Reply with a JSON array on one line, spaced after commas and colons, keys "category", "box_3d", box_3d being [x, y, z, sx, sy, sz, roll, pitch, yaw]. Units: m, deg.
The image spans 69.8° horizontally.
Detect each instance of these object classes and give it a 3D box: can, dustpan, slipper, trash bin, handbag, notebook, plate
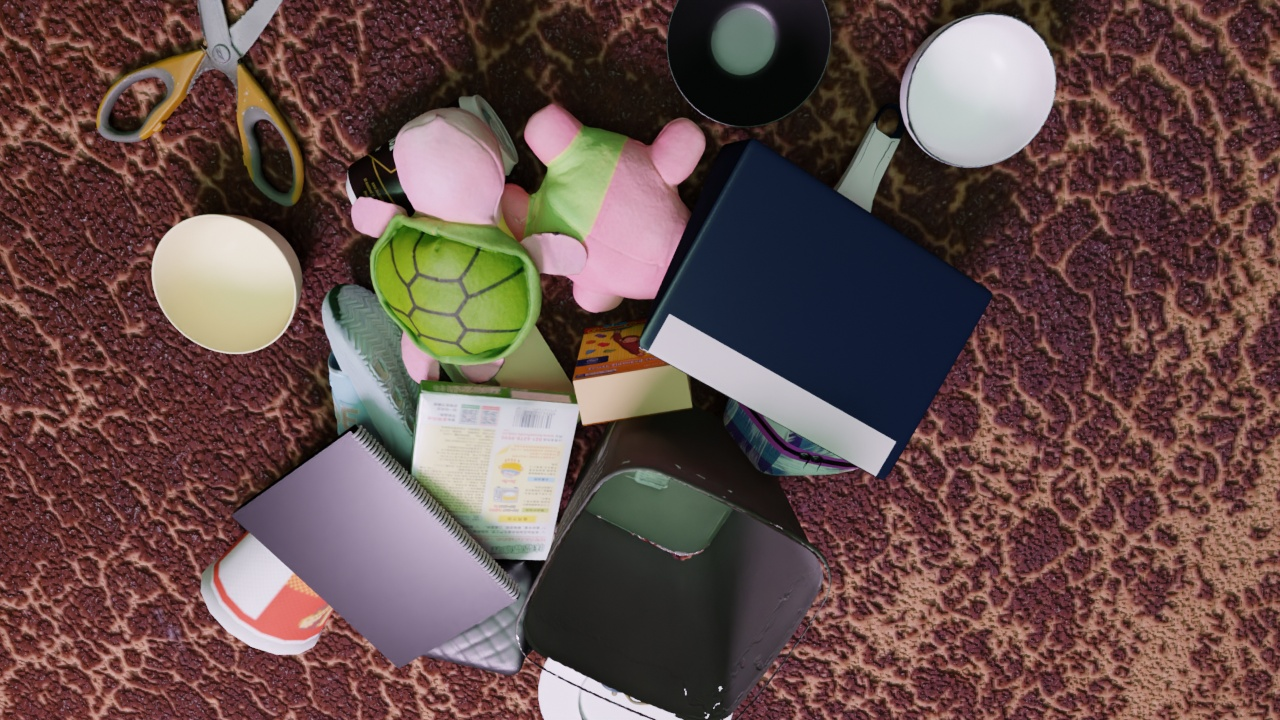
[{"category": "can", "box_3d": [-0.170, -0.156, 0.749, 0.129, 0.071, 0.072, -28, 107, 11]}, {"category": "dustpan", "box_3d": [0.153, -0.083, 0.725, 0.236, 0.080, 0.273, 28, 93, -16]}, {"category": "slipper", "box_3d": [-0.229, 0.052, 0.816, 0.074, 0.104, 0.245, -16, 114, 4]}, {"category": "trash bin", "box_3d": [0.025, 0.146, 0.778, 0.197, 0.219, 0.198, 27, 109, -9]}, {"category": "handbag", "box_3d": [0.167, 0.048, 0.793, 0.169, 0.144, 0.068, 2, 121, -28]}, {"category": "handbag", "box_3d": [-0.168, 0.220, 0.893, 0.154, 0.114, 0.125, 11, 94, 9]}, {"category": "notebook", "box_3d": [-0.224, 0.165, 0.788, 0.149, 0.016, 0.206, -33, 110, 18]}, {"category": "plate", "box_3d": [-0.004, 0.360, 0.968, 0.208, 0.015, 0.209, 1, 111, 1]}]

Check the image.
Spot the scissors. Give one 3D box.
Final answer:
[{"category": "scissors", "box_3d": [-0.357, -0.232, 0.755, 0.225, 0.016, 0.225, -8, 110, 4]}]

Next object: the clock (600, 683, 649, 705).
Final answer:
[{"category": "clock", "box_3d": [-0.005, 0.281, 0.911, 0.090, 0.052, 0.129, -15, 99, 5]}]

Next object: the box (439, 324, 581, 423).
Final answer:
[{"category": "box", "box_3d": [-0.141, 0.003, 0.824, 0.083, 0.091, 0.188, -13, 113, 44]}]

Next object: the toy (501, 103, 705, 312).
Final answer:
[{"category": "toy", "box_3d": [-0.001, -0.106, 0.750, 0.236, 0.096, 0.193, 29, 121, -10]}]

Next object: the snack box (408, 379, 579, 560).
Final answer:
[{"category": "snack box", "box_3d": [-0.132, 0.099, 0.791, 0.132, 0.027, 0.168, 5, 117, -16]}]

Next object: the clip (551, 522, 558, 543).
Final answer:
[{"category": "clip", "box_3d": [-0.102, 0.156, 0.894, 0.024, 0.045, 0.062, -41, 86, 14]}]

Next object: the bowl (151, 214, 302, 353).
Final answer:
[{"category": "bowl", "box_3d": [-0.339, -0.073, 0.783, 0.118, 0.074, 0.118, 1, 111, 1]}]

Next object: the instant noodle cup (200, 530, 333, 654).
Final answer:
[{"category": "instant noodle cup", "box_3d": [-0.321, 0.186, 0.863, 0.123, 0.123, 0.121, 38, 99, -12]}]

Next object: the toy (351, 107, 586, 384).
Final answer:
[{"category": "toy", "box_3d": [-0.141, -0.077, 0.706, 0.190, 0.087, 0.239, 15, 123, 5]}]

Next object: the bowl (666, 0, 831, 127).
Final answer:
[{"category": "bowl", "box_3d": [0.082, -0.249, 0.717, 0.124, 0.052, 0.124, 1, 111, 1]}]

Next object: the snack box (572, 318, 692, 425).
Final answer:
[{"category": "snack box", "box_3d": [-0.005, 0.005, 0.775, 0.088, 0.125, 0.040, -9, 110, 5]}]

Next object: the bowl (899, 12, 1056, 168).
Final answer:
[{"category": "bowl", "box_3d": [0.256, -0.212, 0.719, 0.113, 0.063, 0.113, 0, 110, -1]}]
